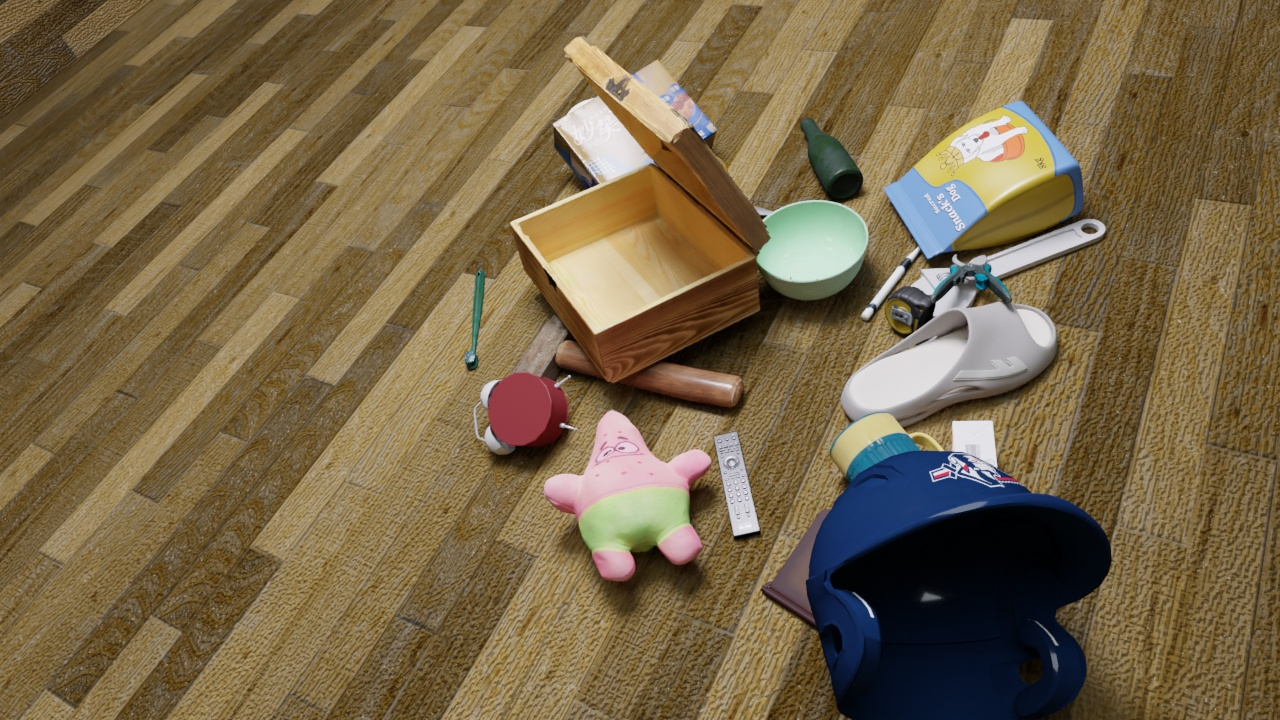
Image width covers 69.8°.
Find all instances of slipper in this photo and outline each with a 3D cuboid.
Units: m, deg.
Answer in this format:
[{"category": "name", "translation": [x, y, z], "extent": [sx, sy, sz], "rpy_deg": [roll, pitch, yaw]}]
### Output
[{"category": "slipper", "translation": [0.355, -0.008, 1.056], "extent": [0.266, 0.081, 0.112], "rpy_deg": [-21, 45, -1]}]

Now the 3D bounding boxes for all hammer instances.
[{"category": "hammer", "translation": [-0.007, 0.007, 1.186], "extent": [0.301, 0.037, 0.157], "rpy_deg": [13, 56, 26]}]

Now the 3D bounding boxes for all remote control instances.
[{"category": "remote control", "translation": [0.110, 0.141, 1.055], "extent": [0.030, 0.009, 0.139], "rpy_deg": [-14, 49, 6]}]

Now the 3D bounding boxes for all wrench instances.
[{"category": "wrench", "translation": [0.463, -0.115, 1.154], "extent": [0.273, 0.018, 0.086], "rpy_deg": [-20, 48, -1]}]

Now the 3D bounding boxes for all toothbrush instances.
[{"category": "toothbrush", "translation": [-0.240, -0.063, 1.331], "extent": [0.016, 0.017, 0.189], "rpy_deg": [-11, 49, 8]}, {"category": "toothbrush", "translation": [0.338, -0.118, 1.200], "extent": [0.017, 0.012, 0.186], "rpy_deg": [17, 57, 44]}]

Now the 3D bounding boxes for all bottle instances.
[{"category": "bottle", "translation": [0.271, -0.306, 1.350], "extent": [0.055, 0.055, 0.174], "rpy_deg": [-18, 47, 2]}]

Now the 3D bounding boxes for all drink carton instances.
[{"category": "drink carton", "translation": [0.350, 0.124, 0.960], "extent": [0.040, 0.059, 0.122], "rpy_deg": [-2, 51, 16]}]

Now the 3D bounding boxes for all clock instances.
[{"category": "clock", "translation": [-0.150, 0.065, 1.153], "extent": [0.138, 0.048, 0.096], "rpy_deg": [-14, 75, 23]}]

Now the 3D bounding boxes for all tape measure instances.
[{"category": "tape measure", "translation": [0.327, -0.058, 1.119], "extent": [0.034, 0.062, 0.061], "rpy_deg": [-31, 45, -28]}]

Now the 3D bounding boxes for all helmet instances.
[{"category": "helmet", "translation": [0.269, 0.180, 0.804], "extent": [0.232, 0.273, 0.222], "rpy_deg": [12, 53, -14]}]

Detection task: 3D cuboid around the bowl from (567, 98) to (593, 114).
[{"category": "bowl", "translation": [-0.075, -0.380, 1.512], "extent": [0.116, 0.066, 0.116], "rpy_deg": [-9, 49, 10]}]

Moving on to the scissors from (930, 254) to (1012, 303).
[{"category": "scissors", "translation": [0.391, -0.097, 1.105], "extent": [0.124, 0.019, 0.154], "rpy_deg": [-13, 27, -9]}]

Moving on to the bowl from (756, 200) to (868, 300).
[{"category": "bowl", "translation": [0.223, -0.133, 1.204], "extent": [0.151, 0.077, 0.150], "rpy_deg": [-9, 49, 10]}]

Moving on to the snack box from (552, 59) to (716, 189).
[{"category": "snack box", "translation": [-0.010, -0.345, 1.419], "extent": [0.202, 0.069, 0.155], "rpy_deg": [-35, 78, -12]}]

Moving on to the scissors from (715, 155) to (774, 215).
[{"category": "scissors", "translation": [0.096, -0.230, 1.365], "extent": [0.216, 0.016, 0.225], "rpy_deg": [-22, 48, -1]}]

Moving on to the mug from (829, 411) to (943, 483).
[{"category": "mug", "translation": [0.279, 0.115, 0.981], "extent": [0.113, 0.083, 0.107], "rpy_deg": [-13, 46, -21]}]

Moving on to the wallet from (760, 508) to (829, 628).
[{"category": "wallet", "translation": [0.195, 0.220, 0.959], "extent": [0.091, 0.018, 0.115], "rpy_deg": [28, 66, 33]}]

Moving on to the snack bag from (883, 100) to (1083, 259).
[{"category": "snack bag", "translation": [0.444, -0.226, 1.206], "extent": [0.205, 0.102, 0.158], "rpy_deg": [-25, 47, 11]}]

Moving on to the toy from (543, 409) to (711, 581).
[{"category": "toy", "translation": [-0.013, 0.138, 1.044], "extent": [0.192, 0.097, 0.236], "rpy_deg": [-12, 40, -4]}]

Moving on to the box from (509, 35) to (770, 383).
[{"category": "box", "translation": [-0.001, -0.214, 1.149], "extent": [0.283, 0.324, 0.279], "rpy_deg": [-25, 45, -15]}]
